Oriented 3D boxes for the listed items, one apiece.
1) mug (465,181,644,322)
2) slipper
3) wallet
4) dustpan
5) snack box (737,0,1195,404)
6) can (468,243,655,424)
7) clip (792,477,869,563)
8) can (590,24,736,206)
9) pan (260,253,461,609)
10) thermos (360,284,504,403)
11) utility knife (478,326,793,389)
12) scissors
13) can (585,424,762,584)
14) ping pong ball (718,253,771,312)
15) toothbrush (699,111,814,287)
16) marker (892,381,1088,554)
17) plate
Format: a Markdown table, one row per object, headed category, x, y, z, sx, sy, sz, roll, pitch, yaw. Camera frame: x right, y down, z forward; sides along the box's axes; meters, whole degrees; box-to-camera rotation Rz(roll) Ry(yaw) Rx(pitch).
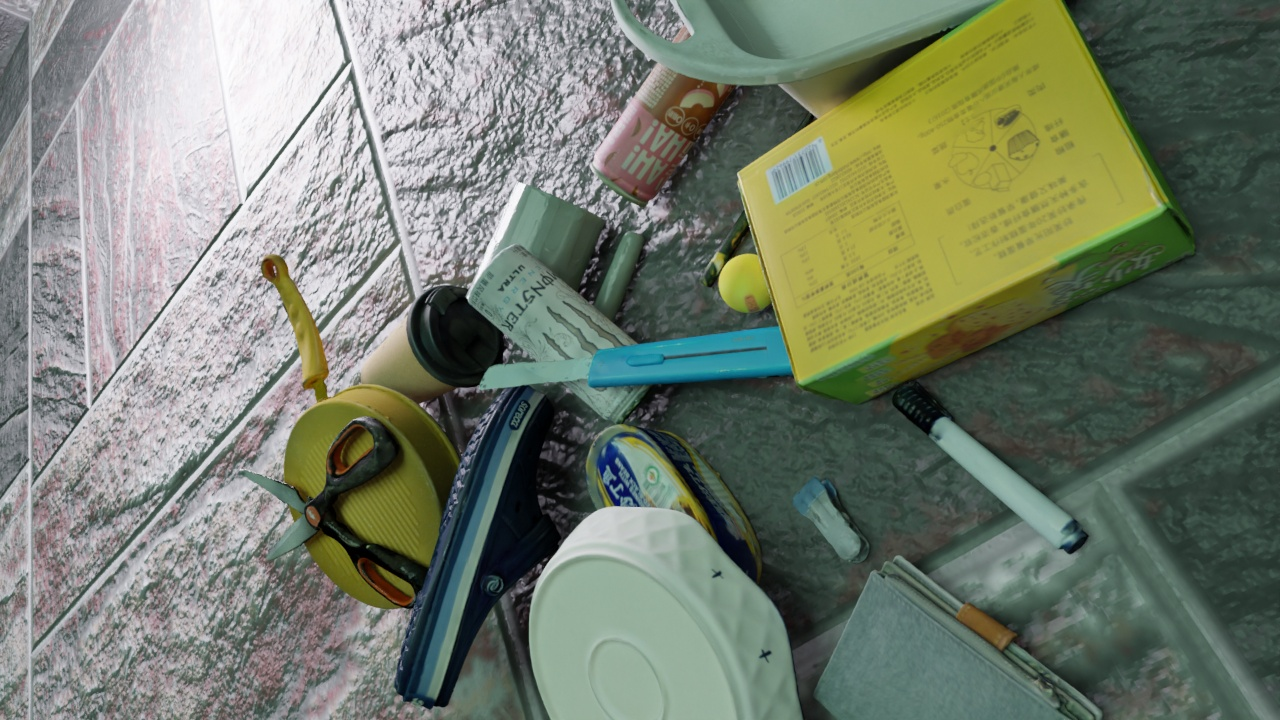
| category | x | y | z | sx | sy | sz | roll | pitch | yaw |
| --- | --- | --- | --- | --- | --- | --- | --- | --- | --- |
| mug | -0.066 | -0.074 | 0.737 | 0.124 | 0.083 | 0.103 | 24 | 94 | 18 |
| slipper | -0.107 | 0.135 | 0.688 | 0.105 | 0.095 | 0.252 | 140 | 150 | -65 |
| wallet | 0.164 | 0.180 | 0.488 | 0.130 | 0.037 | 0.107 | 36 | 113 | 43 |
| dustpan | 0.118 | -0.264 | 0.560 | 0.258 | 0.142 | 0.222 | -39 | 56 | 23 |
| snack box | 0.172 | -0.087 | 0.527 | 0.211 | 0.070 | 0.157 | -29 | 61 | 32 |
| can | -0.054 | -0.019 | 0.670 | 0.147 | 0.058 | 0.058 | 40 | 109 | 4 |
| clip | 0.117 | 0.099 | 0.561 | 0.026 | 0.036 | 0.058 | -47 | 52 | 19 |
| can | 0.025 | -0.191 | 0.692 | 0.147 | 0.057 | 0.058 | -52 | 51 | 19 |
| pan | -0.266 | 0.052 | 0.818 | 0.198 | 0.078 | 0.357 | -41 | 81 | 33 |
| thermos | -0.190 | -0.005 | 0.818 | 0.144 | 0.093 | 0.093 | -26 | 62 | 42 |
| utility knife | -0.004 | 0.004 | 0.624 | 0.223 | 0.018 | 0.034 | -6 | 74 | 10 |
| scissors | -0.259 | 0.133 | 0.774 | 0.232 | 0.021 | 0.221 | 41 | 121 | 15 |
| can | 0.020 | 0.105 | 0.625 | 0.075 | 0.049 | 0.148 | -52 | 51 | 19 |
| ping pong ball | 0.073 | -0.052 | 0.624 | 0.040 | 0.040 | 0.040 | -12 | 71 | 39 |
| toothbrush | 0.097 | -0.129 | 0.643 | 0.017 | 0.012 | 0.186 | 41 | 107 | 28 |
| marker | 0.191 | 0.056 | 0.509 | 0.023 | 0.018 | 0.130 | -50 | 51 | 8 |
| plate | 0.004 | 0.194 | 0.572 | 0.205 | 0.045 | 0.205 | 12 | 108 | 39 |
